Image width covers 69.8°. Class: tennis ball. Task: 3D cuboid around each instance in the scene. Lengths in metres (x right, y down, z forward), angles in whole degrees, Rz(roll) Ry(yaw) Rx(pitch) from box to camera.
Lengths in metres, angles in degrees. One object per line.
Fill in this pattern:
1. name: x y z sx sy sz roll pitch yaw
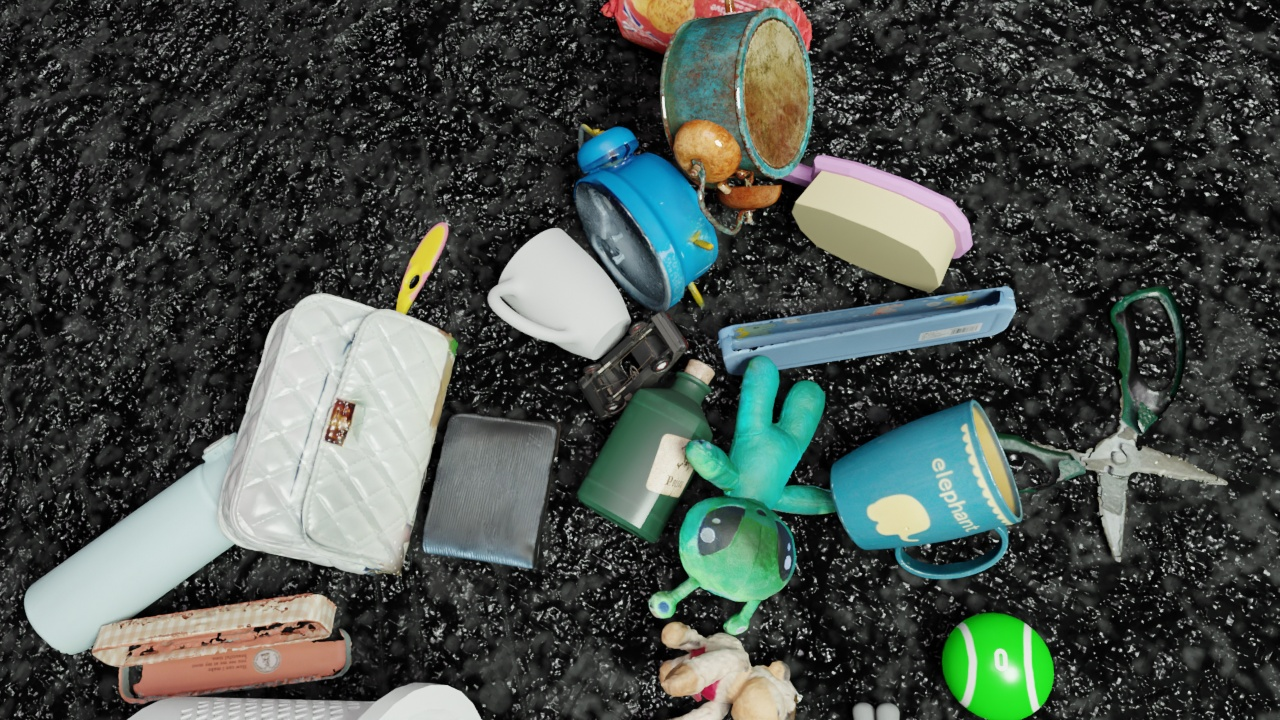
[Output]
1. tennis ball: 0.224 0.193 0.578 0.065 0.065 0.065 -3 71 9

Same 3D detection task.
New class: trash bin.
1. trash bin: -0.229 0.293 0.576 0.200 0.195 0.195 0 71 21

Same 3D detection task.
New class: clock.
1. clock: 0.062 -0.167 0.647 0.073 0.121 0.157 5 78 35
2. clock: -0.006 -0.112 0.699 0.060 0.117 0.161 -35 73 -14

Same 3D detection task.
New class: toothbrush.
1. toothbrush: -0.192 -0.058 0.767 0.021 0.016 0.135 17 76 17

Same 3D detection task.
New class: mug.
1. mug: -0.063 -0.041 0.694 0.089 0.107 0.071 44 125 14
2. mug: 0.191 0.095 0.609 0.104 0.084 0.112 -23 102 26

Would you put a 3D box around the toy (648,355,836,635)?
1. toy: 0.075 0.096 0.639 0.130 0.072 0.193 25 74 -19

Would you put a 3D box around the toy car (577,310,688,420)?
1. toy car: -0.004 0.004 0.694 0.092 0.037 0.040 -41 68 22

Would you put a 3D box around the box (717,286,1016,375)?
1. box: 0.160 -0.027 0.665 0.209 0.066 0.037 -10 73 8

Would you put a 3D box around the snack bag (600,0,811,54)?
1. snack bag: 0.059 -0.285 0.765 0.176 0.082 0.082 26 78 17

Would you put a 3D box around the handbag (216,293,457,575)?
1. handbag: -0.219 0.054 0.682 0.138 0.073 0.194 19 72 -28

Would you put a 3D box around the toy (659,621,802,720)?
1. toy: 0.055 0.222 0.605 0.106 0.074 0.085 12 114 -8

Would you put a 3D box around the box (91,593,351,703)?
1. box: -0.310 0.215 0.682 0.187 0.085 0.048 -11 37 9

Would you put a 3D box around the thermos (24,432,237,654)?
1. thermos: -0.363 0.137 0.706 0.207 0.065 0.078 -36 104 -3

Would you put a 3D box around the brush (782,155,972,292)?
1. brush: 0.136 -0.121 0.697 0.229 0.089 0.043 29 83 31

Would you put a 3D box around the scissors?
1. scissors: 0.301 0.035 0.645 0.202 0.015 0.201 7 71 12

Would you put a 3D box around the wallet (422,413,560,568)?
1. wallet: -0.112 0.095 0.695 0.089 0.026 0.114 5 73 10

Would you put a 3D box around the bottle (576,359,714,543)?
1. bottle: 0.014 0.059 0.664 0.061 0.061 0.131 26 78 20

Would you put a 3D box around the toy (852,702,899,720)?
1. toy: 0.152 0.276 0.582 0.049 0.030 0.111 -15 64 36
